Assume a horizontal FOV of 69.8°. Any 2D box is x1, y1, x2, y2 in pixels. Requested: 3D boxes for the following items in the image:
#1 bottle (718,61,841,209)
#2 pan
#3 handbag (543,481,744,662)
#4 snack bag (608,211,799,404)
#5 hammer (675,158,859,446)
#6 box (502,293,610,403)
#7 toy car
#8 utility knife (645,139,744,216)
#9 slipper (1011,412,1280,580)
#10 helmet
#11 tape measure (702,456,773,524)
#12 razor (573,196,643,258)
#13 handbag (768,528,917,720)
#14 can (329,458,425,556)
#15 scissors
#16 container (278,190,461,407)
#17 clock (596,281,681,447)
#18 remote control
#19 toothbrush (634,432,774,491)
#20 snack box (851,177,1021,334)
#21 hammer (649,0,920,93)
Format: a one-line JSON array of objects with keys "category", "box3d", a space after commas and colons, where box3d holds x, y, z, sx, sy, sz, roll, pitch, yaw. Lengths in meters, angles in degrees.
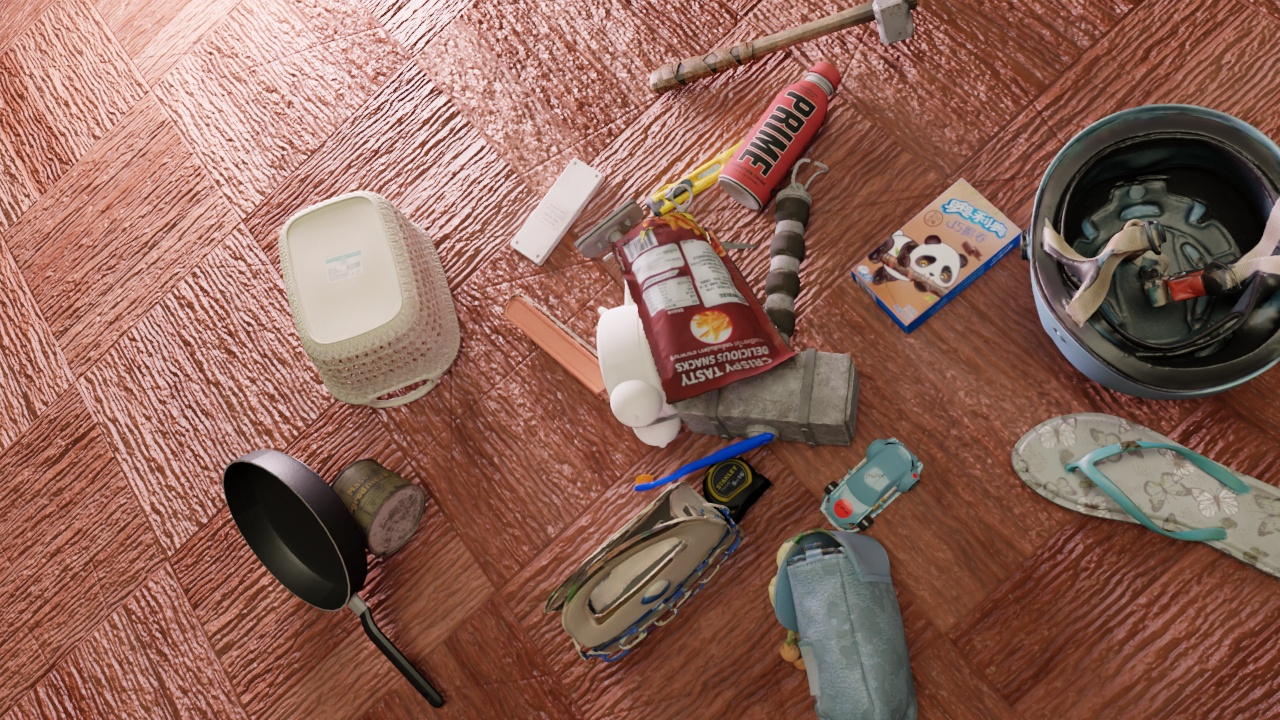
[{"category": "bottle", "box3d": [0.162, -0.257, 1.032, 0.062, 0.062, 0.176, 35, 88, 24]}, {"category": "pan", "box3d": [-0.334, 0.243, 1.025, 0.355, 0.043, 0.205, 45, 136, 5]}, {"category": "handbag", "box3d": [0.002, 0.202, 0.877, 0.201, 0.199, 0.093, -46, 69, 4]}, {"category": "snack bag", "box3d": [0.056, -0.060, 0.920, 0.138, 0.067, 0.207, -14, 52, -15]}, {"category": "hammer", "box3d": [0.150, -0.071, 0.979, 0.177, 0.079, 0.325, 3, 70, 20]}, {"category": "box", "box3d": [-0.087, -0.015, 1.054, 0.187, 0.056, 0.059, 37, 56, 23]}, {"category": "toy car", "box3d": [0.228, 0.124, 0.914, 0.108, 0.027, 0.060, -43, 66, 2]}, {"category": "utility knife", "box3d": [0.074, -0.217, 1.077, 0.151, 0.017, 0.030, -30, 76, 5]}, {"category": "slipper", "box3d": [0.477, 0.112, 0.820, 0.269, 0.055, 0.098, 20, 79, 22]}, {"category": "helmet", "box3d": [0.459, -0.088, 0.821, 0.226, 0.167, 0.265, -2, 75, 16]}, {"category": "tape measure", "box3d": [0.095, 0.132, 0.954, 0.061, 0.034, 0.061, -44, 69, -9]}, {"category": "razor", "box3d": [-0.009, -0.118, 1.064, 0.088, 0.047, 0.116, -38, 74, 5]}, {"category": "handbag", "box3d": [0.182, 0.251, 0.850, 0.119, 0.121, 0.191, -19, 70, 31]}, {"category": "can", "box3d": [-0.304, 0.167, 1.050, 0.075, 0.090, 0.090, 25, 83, 23]}, {"category": "scissors", "box3d": [0.043, -0.130, 1.039, 0.175, 0.014, 0.141, -12, 80, -2]}, {"category": "container", "box3d": [-0.330, -0.080, 1.104, 0.184, 0.143, 0.246, -21, 68, -3]}, {"category": "clock", "box3d": [-0.005, 0.006, 0.975, 0.073, 0.125, 0.160, -14, 63, 16]}, {"category": "remote control", "box3d": [-0.102, -0.183, 1.128, 0.050, 0.011, 0.136, 35, 88, 24]}, {"category": "toothbrush", "box3d": [0.062, 0.104, 0.950, 0.183, 0.016, 0.018, -27, 57, 34]}, {"category": "snack box", "box3d": [0.306, -0.108, 0.953, 0.151, 0.034, 0.087, -40, 66, 4]}, {"category": "hammer", "box3d": [0.160, -0.370, 1.065, 0.319, 0.049, 0.121, -12, 37, 22]}]
